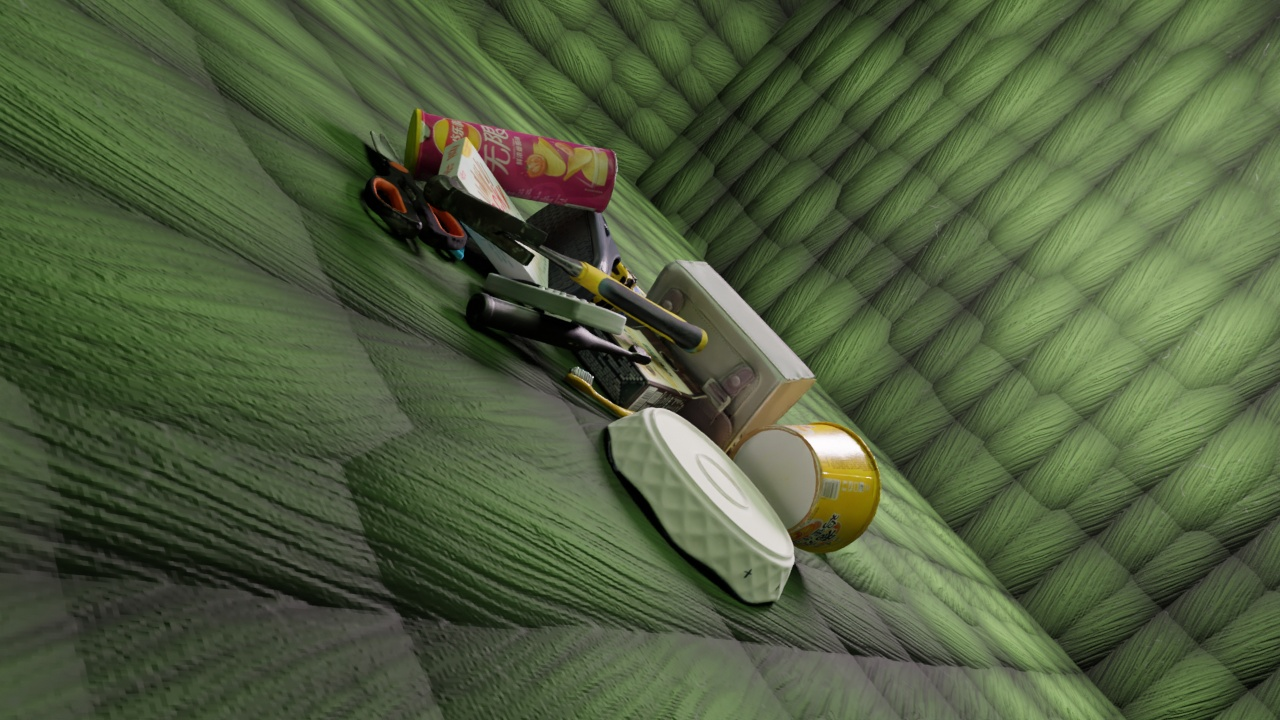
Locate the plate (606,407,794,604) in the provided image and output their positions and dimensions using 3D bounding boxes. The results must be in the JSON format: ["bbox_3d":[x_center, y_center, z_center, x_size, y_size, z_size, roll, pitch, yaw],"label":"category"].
[{"bbox_3d":[0.057,0.117,0.791,0.205,0.045,0.204,44,10,-10],"label":"plate"}]

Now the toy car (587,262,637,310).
[{"bbox_3d":[-0.061,-0.111,1.135,0.041,0.071,0.156,39,9,-45],"label":"toy car"}]

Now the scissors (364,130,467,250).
[{"bbox_3d":[-0.213,-0.159,0.850,0.142,0.022,0.234,30,18,-17],"label":"scissors"}]

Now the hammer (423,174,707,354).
[{"bbox_3d":[-0.045,-0.073,0.848,0.323,0.032,0.126,28,5,-43],"label":"hammer"}]

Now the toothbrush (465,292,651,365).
[{"bbox_3d":[-0.062,-0.022,0.807,0.212,0.026,0.027,16,36,-47],"label":"toothbrush"}]

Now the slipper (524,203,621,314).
[{"bbox_3d":[-0.077,-0.111,1.031,0.083,0.111,0.267,58,9,-31],"label":"slipper"}]

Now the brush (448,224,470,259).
[{"bbox_3d":[-0.170,-0.139,0.934,0.083,0.046,0.254,47,14,-14],"label":"brush"}]

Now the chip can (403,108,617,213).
[{"bbox_3d":[-0.133,-0.204,0.952,0.210,0.071,0.071,6,28,-22],"label":"chip can"}]

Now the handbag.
[{"bbox_3d":[0.074,0.001,1.032,0.098,0.145,0.197,-6,48,-49],"label":"handbag"}]

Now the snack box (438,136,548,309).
[{"bbox_3d":[-0.139,-0.131,0.889,0.157,0.027,0.084,56,17,-35],"label":"snack box"}]

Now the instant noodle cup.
[{"bbox_3d":[0.157,0.125,0.927,0.109,0.138,0.138,15,31,-51],"label":"instant noodle cup"}]

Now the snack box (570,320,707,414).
[{"bbox_3d":[-0.006,0.006,0.946,0.113,0.053,0.125,51,13,27],"label":"snack box"}]

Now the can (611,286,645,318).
[{"bbox_3d":[-0.004,-0.053,1.168,0.083,0.057,0.102,44,11,-16],"label":"can"}]

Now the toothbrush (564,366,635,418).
[{"bbox_3d":[-0.003,0.053,0.868,0.191,0.016,0.018,36,59,-38],"label":"toothbrush"}]

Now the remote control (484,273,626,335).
[{"bbox_3d":[-0.077,-0.052,0.806,0.058,0.021,0.150,18,2,-43],"label":"remote control"}]
